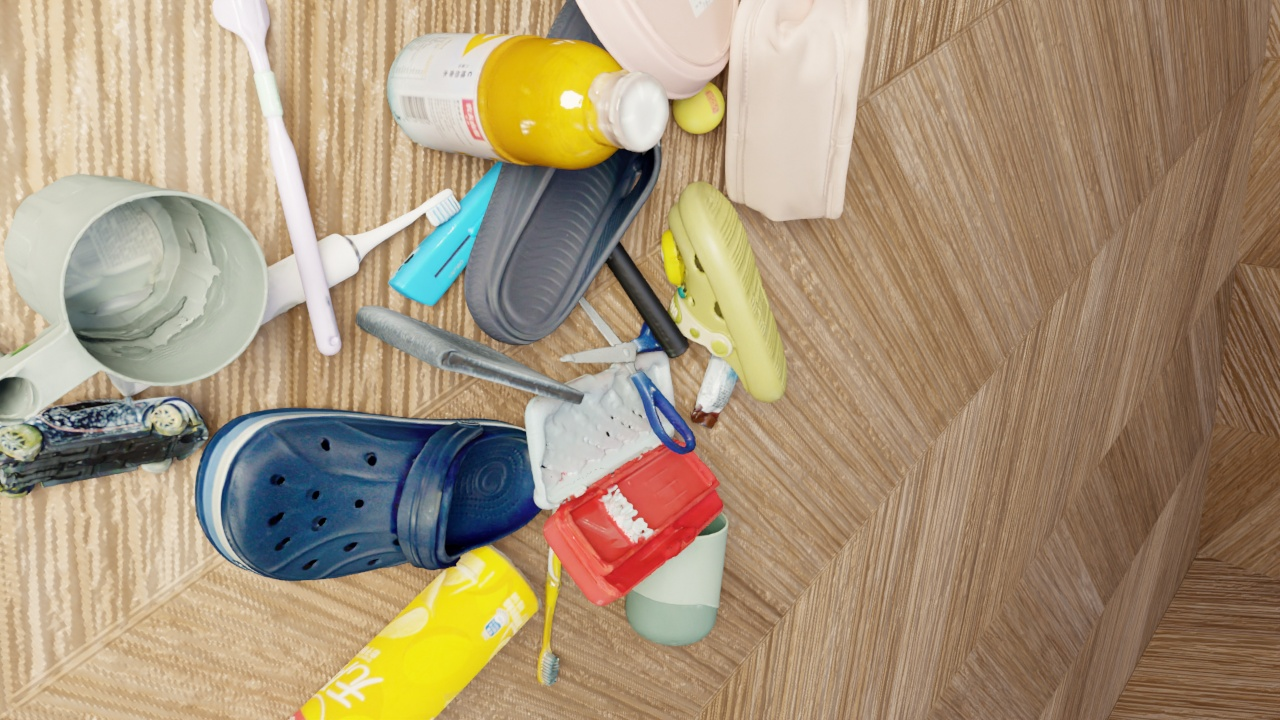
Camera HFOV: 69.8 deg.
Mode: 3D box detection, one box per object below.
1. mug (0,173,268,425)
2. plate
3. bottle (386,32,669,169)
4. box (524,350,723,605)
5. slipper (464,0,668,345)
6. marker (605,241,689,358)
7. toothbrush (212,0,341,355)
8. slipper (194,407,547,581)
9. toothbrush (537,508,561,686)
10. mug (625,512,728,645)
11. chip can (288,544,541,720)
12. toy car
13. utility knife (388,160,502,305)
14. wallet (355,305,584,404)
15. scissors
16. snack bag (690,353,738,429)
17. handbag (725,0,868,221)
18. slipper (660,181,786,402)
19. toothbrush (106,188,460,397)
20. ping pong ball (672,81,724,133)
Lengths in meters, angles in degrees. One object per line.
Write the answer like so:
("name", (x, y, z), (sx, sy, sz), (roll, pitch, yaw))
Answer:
("mug", (-0.245, -0.029, 0.409), (0.123, 0.103, 0.084), (-43, 131, -27))
("plate", (0.008, -0.283, 0.581), (0.229, 0.028, 0.229), (21, 65, -56))
("bottle", (-0.065, -0.141, 0.497), (0.067, 0.190, 0.068), (-19, 118, -41))
("box", (-0.011, 0.081, 0.694), (0.200, 0.060, 0.161), (-22, 90, -60))
("slipper", (-0.025, -0.131, 0.607), (0.110, 0.083, 0.268), (35, 73, -52))
("marker", (-0.003, -0.055, 0.697), (0.132, 0.020, 0.022), (55, 38, -26))
("toothbrush", (-0.188, -0.093, 0.486), (0.029, 0.021, 0.189), (-23, 109, -41))
("slipper", (-0.142, 0.088, 0.571), (0.252, 0.095, 0.105), (5, 98, -51))
("toothbrush", (-0.067, 0.176, 0.736), (0.016, 0.018, 0.191), (-7, 108, -47))
("mug", (0.033, 0.180, 0.808), (0.111, 0.082, 0.106), (-42, 138, -71))
("chip can", (-0.163, 0.217, 0.609), (0.212, 0.072, 0.072), (-43, 131, -29))
("toy car", (-0.270, 0.039, 0.451), (0.105, 0.031, 0.049), (-8, 154, -43))
("utility knife", (-0.095, -0.111, 0.606), (0.191, 0.018, 0.034), (-55, 135, -20))
("wallet", (-0.105, -0.001, 0.574), (0.120, 0.097, 0.019), (20, 93, -48))
("scissors", (-0.003, 0.001, 0.704), (0.175, 0.012, 0.162), (-25, 89, -58))
("snack bag", (0.073, 0.010, 0.822), (0.045, 0.026, 0.105), (20, 90, -57))
("handbag", (0.133, -0.247, 0.718), (0.194, 0.093, 0.233), (83, 20, -56))
("slipper", (0.059, -0.045, 0.738), (0.091, 0.082, 0.190), (-68, 136, -64))
("toothbrush", (-0.191, -0.048, 0.519), (0.220, 0.027, 0.026), (-37, 109, -33))
("ping pong ball", (0.045, -0.195, 0.707), (0.040, 0.040, 0.040), (-18, 117, -42))
